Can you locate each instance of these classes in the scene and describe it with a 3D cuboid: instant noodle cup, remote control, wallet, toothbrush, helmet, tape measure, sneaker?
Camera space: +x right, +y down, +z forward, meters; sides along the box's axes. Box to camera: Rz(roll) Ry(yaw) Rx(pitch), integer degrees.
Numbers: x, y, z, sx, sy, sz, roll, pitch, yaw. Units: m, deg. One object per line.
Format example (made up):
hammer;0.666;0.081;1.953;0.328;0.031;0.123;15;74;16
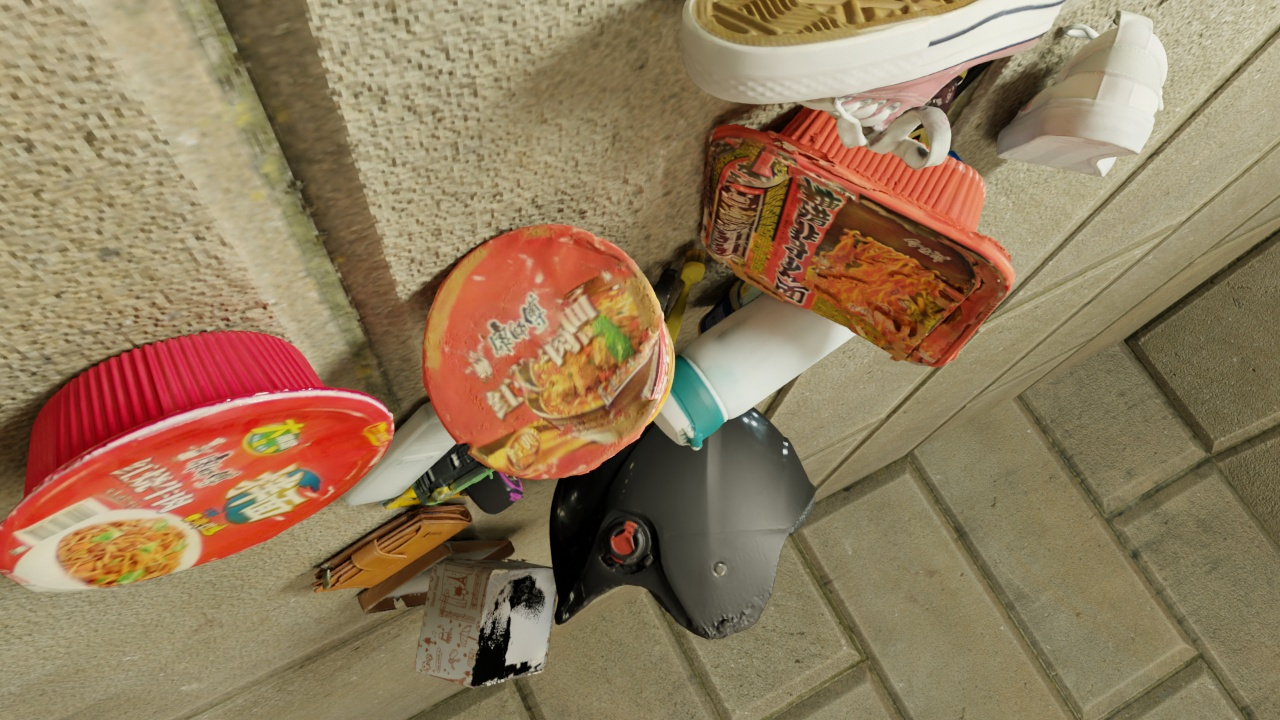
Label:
instant noodle cup;-0.231;0.046;0.474;0.193;0.066;0.194;-27;163;-9
remote control;-0.174;0.069;0.693;0.136;0.020;0.055;-41;158;32
wallet;-0.240;0.179;0.879;0.131;0.035;0.119;-33;168;9
toothbrush;0.027;-0.037;0.717;0.015;0.016;0.190;9;158;-4
helmet;0.028;0.145;0.872;0.275;0.230;0.233;-21;169;1
tape measure;-0.128;0.102;0.794;0.039;0.057;0.058;-36;176;3
sneaker;0.321;-0.190;0.671;0.241;0.089;0.091;-21;125;-74
instant noodle cup;-0.044;-0.002;0.540;0.138;0.138;0.108;-32;171;9
sneaker;0.114;-0.142;0.438;0.240;0.118;0.088;-24;141;-34
toothbrush;0.233;-0.201;0.593;0.014;0.016;0.190;-17;160;-34
instant noodle cup;0.133;-0.080;0.565;0.079;0.189;0.165;-57;170;-16

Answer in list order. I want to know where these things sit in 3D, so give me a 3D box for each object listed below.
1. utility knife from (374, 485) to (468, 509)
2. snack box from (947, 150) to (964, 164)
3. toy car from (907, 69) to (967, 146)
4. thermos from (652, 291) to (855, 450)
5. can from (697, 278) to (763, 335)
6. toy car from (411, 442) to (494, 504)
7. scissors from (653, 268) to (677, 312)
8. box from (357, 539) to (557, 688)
utility knife;-0.173;0.119;0.835;0.033;0.015;0.164;-43;158;29
snack box;0.176;-0.114;0.720;0.156;0.026;0.085;-20;159;-27
toy car;0.161;-0.150;0.583;0.070;0.042;0.158;-26;159;-11
thermos;0.100;-0.021;0.670;0.224;0.073;0.073;-34;163;-6
can;0.114;-0.034;0.769;0.147;0.074;0.049;-11;151;-45
toy car;-0.142;0.082;0.740;0.091;0.043;0.036;-32;159;12
scissors;0.000;-0.006;0.697;0.159;0.014;0.176;-62;174;-57
box;-0.218;0.281;1.077;0.181;0.153;0.182;3;170;23
